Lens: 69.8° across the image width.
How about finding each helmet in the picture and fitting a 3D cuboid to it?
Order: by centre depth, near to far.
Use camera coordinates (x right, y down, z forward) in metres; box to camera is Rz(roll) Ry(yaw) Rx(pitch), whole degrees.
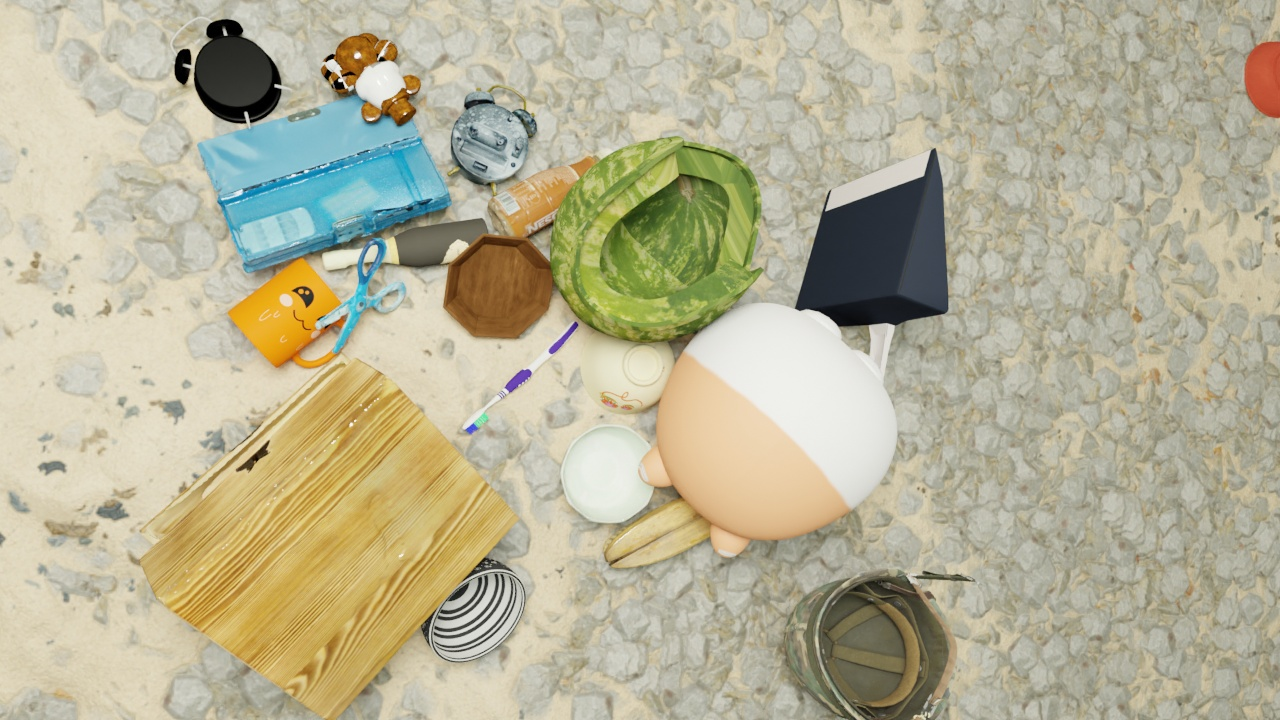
[{"bbox_3d":[0.015,-0.134,1.027,0.244,0.246,0.213,-31,102,21],"label":"helmet"},{"bbox_3d":[0.296,0.348,1.100,0.224,0.237,0.192,20,68,-12],"label":"helmet"}]

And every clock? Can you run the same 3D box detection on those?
[{"bbox_3d":[-0.448,-0.315,0.994,0.120,0.043,0.091,44,77,-11],"label":"clock"},{"bbox_3d":[-0.173,-0.263,1.071,0.090,0.052,0.129,23,83,-15],"label":"clock"}]

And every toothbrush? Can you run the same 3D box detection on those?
[{"bbox_3d":[-0.140,0.019,1.093,0.186,0.015,0.016,-44,105,-14],"label":"toothbrush"}]

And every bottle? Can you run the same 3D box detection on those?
[{"bbox_3d":[-0.266,-0.127,1.042,0.184,0.045,0.045,-11,92,-17],"label":"bottle"},{"bbox_3d":[-0.099,-0.201,1.088,0.167,0.059,0.059,-33,98,-16],"label":"bottle"}]

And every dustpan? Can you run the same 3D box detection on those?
[{"bbox_3d":[0.284,-0.088,1.108,0.080,0.236,0.273,19,83,-17],"label":"dustpan"}]

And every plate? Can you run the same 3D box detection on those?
[{"bbox_3d":[-0.165,-0.088,1.059,0.131,0.025,0.131,-9,118,-18],"label":"plate"}]

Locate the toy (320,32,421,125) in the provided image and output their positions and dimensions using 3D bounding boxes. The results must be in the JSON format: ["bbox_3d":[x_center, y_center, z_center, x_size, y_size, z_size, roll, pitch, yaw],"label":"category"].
[{"bbox_3d":[-0.297,-0.313,1.023,0.087,0.067,0.112,-40,94,-14],"label":"toy"}]

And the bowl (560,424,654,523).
[{"bbox_3d":[-0.044,0.133,1.094,0.117,0.061,0.117,1,88,-17],"label":"bowl"}]

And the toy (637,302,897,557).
[{"bbox_3d":[0.143,0.077,1.046,0.263,0.266,0.280,44,89,0],"label":"toy"}]

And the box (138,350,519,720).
[{"bbox_3d":[-0.319,0.174,0.962,0.278,0.221,0.259,-48,124,-19],"label":"box"}]

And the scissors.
[{"bbox_3d":[-0.302,-0.074,0.992,0.012,0.128,0.137,25,38,22],"label":"scissors"}]

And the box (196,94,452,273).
[{"bbox_3d":[-0.347,-0.207,1.009,0.231,0.034,0.174,-22,72,-17],"label":"box"}]

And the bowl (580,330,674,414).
[{"bbox_3d":[-0.007,0.006,1.102,0.118,0.074,0.118,1,88,-17],"label":"bowl"}]

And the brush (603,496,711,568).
[{"bbox_3d":[0.043,0.202,1.127,0.195,0.043,0.059,-23,94,-17],"label":"brush"}]

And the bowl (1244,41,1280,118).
[{"bbox_3d":[1.012,-0.447,1.443,0.122,0.035,0.122,1,88,-17],"label":"bowl"}]

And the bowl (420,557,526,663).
[{"bbox_3d":[-0.197,0.271,1.035,0.120,0.066,0.120,-20,125,-32],"label":"bowl"}]

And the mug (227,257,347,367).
[{"bbox_3d":[-0.372,-0.040,1.000,0.095,0.078,0.113,-41,131,-14],"label":"mug"}]
